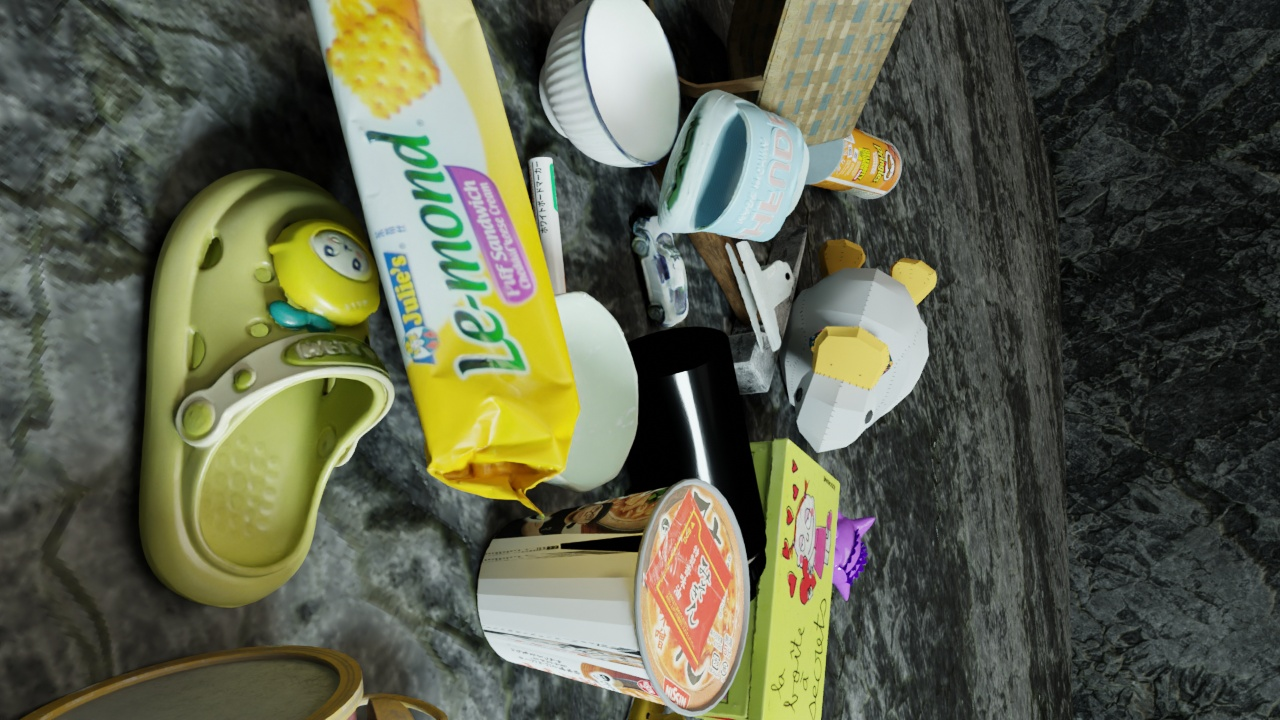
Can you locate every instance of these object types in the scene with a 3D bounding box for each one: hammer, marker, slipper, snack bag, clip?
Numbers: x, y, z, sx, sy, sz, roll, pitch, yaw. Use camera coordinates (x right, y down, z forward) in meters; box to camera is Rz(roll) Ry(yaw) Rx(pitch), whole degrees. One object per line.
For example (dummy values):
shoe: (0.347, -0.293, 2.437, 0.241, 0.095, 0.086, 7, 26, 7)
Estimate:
hammer: (0.062, -0.145, 0.798, 0.300, 0.037, 0.217, 55, 41, -36)
marker: (-0.058, -0.060, 0.603, 0.017, 0.017, 0.145, -2, 85, -58)
slipper: (-0.151, 0.006, 0.383, 0.091, 0.082, 0.190, 22, 68, -52)
snack bag: (-0.084, -0.053, 0.414, 0.160, 0.068, 0.247, 153, -78, -78)
clip: (0.111, -0.064, 0.786, 0.056, 0.046, 0.102, -38, 116, -40)
slipper: (0.091, -0.144, 0.712, 0.244, 0.074, 0.104, -15, 124, -61)
clip: (0.010, 0.250, 0.625, 0.044, 0.050, 0.053, 30, 52, -10)

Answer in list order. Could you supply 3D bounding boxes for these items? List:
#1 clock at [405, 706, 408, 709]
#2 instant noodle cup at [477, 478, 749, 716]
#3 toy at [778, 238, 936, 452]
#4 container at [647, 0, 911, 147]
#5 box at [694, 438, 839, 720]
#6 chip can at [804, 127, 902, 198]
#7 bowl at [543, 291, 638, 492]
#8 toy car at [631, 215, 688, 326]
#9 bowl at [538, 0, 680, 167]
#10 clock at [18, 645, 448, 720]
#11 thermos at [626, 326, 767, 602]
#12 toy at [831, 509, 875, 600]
clock: (-0.115, 0.222, 0.416, 0.083, 0.057, 0.117, 1, 83, -59)
instant noodle cup: (-0.019, 0.132, 0.525, 0.123, 0.122, 0.123, 18, 69, -56)
toy: (0.196, 0.000, 0.869, 0.247, 0.141, 0.266, 95, 17, -48)
container: (0.100, -0.286, 0.762, 0.250, 0.186, 0.157, 99, -11, -67)
box: (0.101, 0.187, 0.749, 0.124, 0.082, 0.220, 41, 49, -47)
chip can: (0.232, -0.230, 1.048, 0.214, 0.075, 0.075, -9, 91, -58)
bowl: (-0.056, 0.020, 0.548, 0.117, 0.061, 0.117, 17, 70, -55)
toy car: (0.018, -0.071, 0.719, 0.038, 0.027, 0.090, -28, 107, -54)
bowl: (-0.028, -0.188, 0.633, 0.118, 0.062, 0.118, 10, 78, -56)
clock: (-0.142, 0.158, 0.328, 0.158, 0.117, 0.081, -9, 95, -51)
thermos: (0.039, 0.084, 0.654, 0.085, 0.086, 0.199, -44, 127, -52)
toy: (0.205, 0.191, 0.937, 0.106, 0.056, 0.087, 62, 35, -29)
